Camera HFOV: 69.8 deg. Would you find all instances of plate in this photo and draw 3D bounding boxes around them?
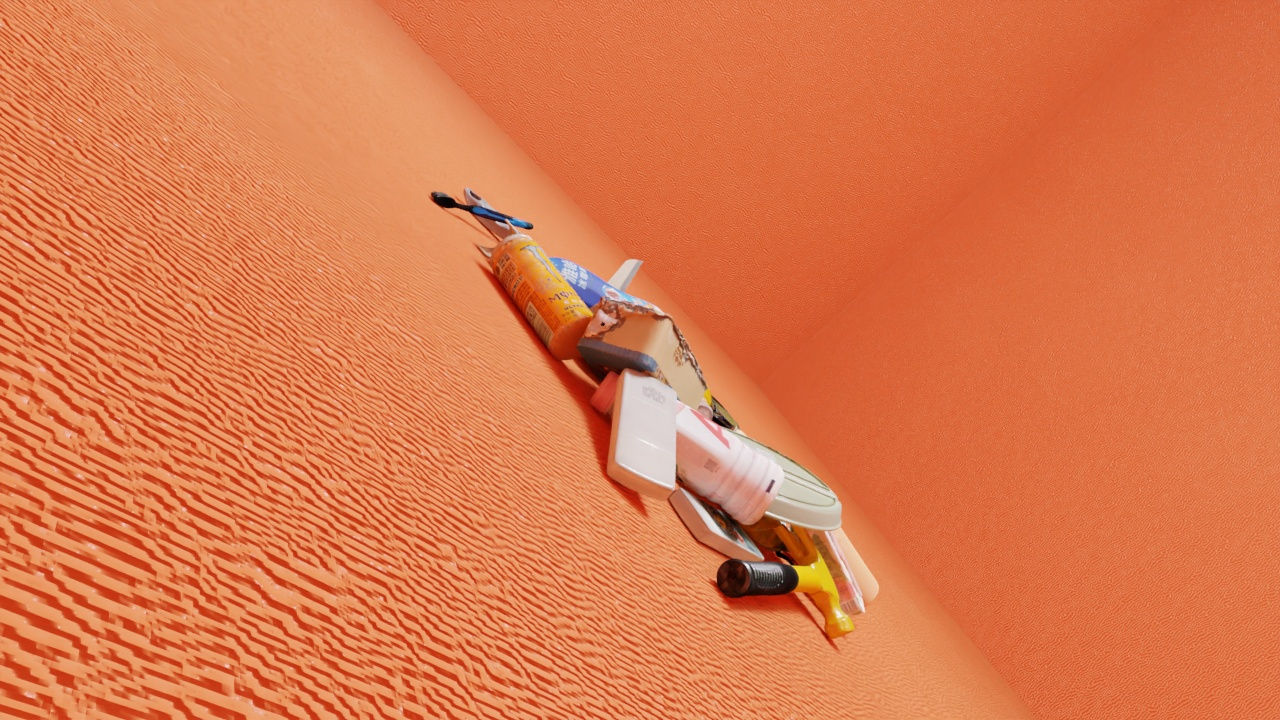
[{"bbox_3d":[0.124,0.122,1.030,0.230,0.027,0.230,24,10,-5],"label":"plate"}]

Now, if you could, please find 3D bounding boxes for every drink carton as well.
[{"bbox_3d":[0.220,0.242,1.080,0.122,0.045,0.053,65,8,2],"label":"drink carton"}]

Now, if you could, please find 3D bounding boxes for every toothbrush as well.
[{"bbox_3d":[-0.187,-0.178,1.105,0.016,0.014,0.189,37,15,25],"label":"toothbrush"},{"bbox_3d":[0.160,0.224,1.105,0.014,0.018,0.189,46,3,-16],"label":"toothbrush"}]

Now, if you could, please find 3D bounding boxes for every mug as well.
[{"bbox_3d":[0.247,0.261,1.182,0.123,0.078,0.078,52,6,-8],"label":"mug"}]

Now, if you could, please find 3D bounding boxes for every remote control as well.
[{"bbox_3d":[0.075,0.163,0.886,0.135,0.019,0.056,39,11,-52],"label":"remote control"},{"bbox_3d":[0.003,0.062,0.801,0.058,0.021,0.149,26,29,-12],"label":"remote control"}]

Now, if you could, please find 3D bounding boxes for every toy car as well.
[{"bbox_3d":[0.093,0.070,1.334,0.070,0.042,0.158,43,-8,-30],"label":"toy car"}]

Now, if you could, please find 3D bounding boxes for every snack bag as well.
[{"bbox_3d":[0.139,0.177,1.119,0.110,0.039,0.191,34,5,0],"label":"snack bag"}]

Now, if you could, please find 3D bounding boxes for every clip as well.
[{"bbox_3d":[-0.150,-0.126,1.073,0.034,0.072,0.100,51,2,20],"label":"clip"}]

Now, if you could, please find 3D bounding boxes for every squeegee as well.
[{"bbox_3d":[-0.134,-0.138,1.195,0.246,0.039,0.245,36,33,-6],"label":"squeegee"}]

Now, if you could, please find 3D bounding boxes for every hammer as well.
[{"bbox_3d":[0.138,0.209,0.882,0.300,0.033,0.128,27,37,-62],"label":"hammer"}]

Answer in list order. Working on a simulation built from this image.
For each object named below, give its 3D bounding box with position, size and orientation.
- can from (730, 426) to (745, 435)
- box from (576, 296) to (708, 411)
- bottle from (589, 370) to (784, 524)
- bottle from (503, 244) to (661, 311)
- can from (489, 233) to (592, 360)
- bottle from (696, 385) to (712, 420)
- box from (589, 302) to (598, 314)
[{"bbox_3d":[0.148,0.150,1.245,0.116,0.058,0.058,47,7,1],"label":"can"},{"bbox_3d":[0.008,0.010,0.939,0.090,0.062,0.184,15,-24,28],"label":"box"},{"bbox_3d":[0.042,0.080,0.887,0.197,0.068,0.068,34,7,-1],"label":"bottle"},{"bbox_3d":[-0.071,-0.075,1.074,0.218,0.065,0.065,26,17,-30],"label":"bottle"},{"bbox_3d":[-0.100,-0.067,0.951,0.146,0.058,0.058,52,8,32],"label":"can"},{"bbox_3d":[0.054,0.034,1.285,0.068,0.068,0.189,43,8,-30],"label":"bottle"},{"bbox_3d":[-0.007,0.007,1.054,0.162,0.076,0.086,43,16,-40],"label":"box"}]
